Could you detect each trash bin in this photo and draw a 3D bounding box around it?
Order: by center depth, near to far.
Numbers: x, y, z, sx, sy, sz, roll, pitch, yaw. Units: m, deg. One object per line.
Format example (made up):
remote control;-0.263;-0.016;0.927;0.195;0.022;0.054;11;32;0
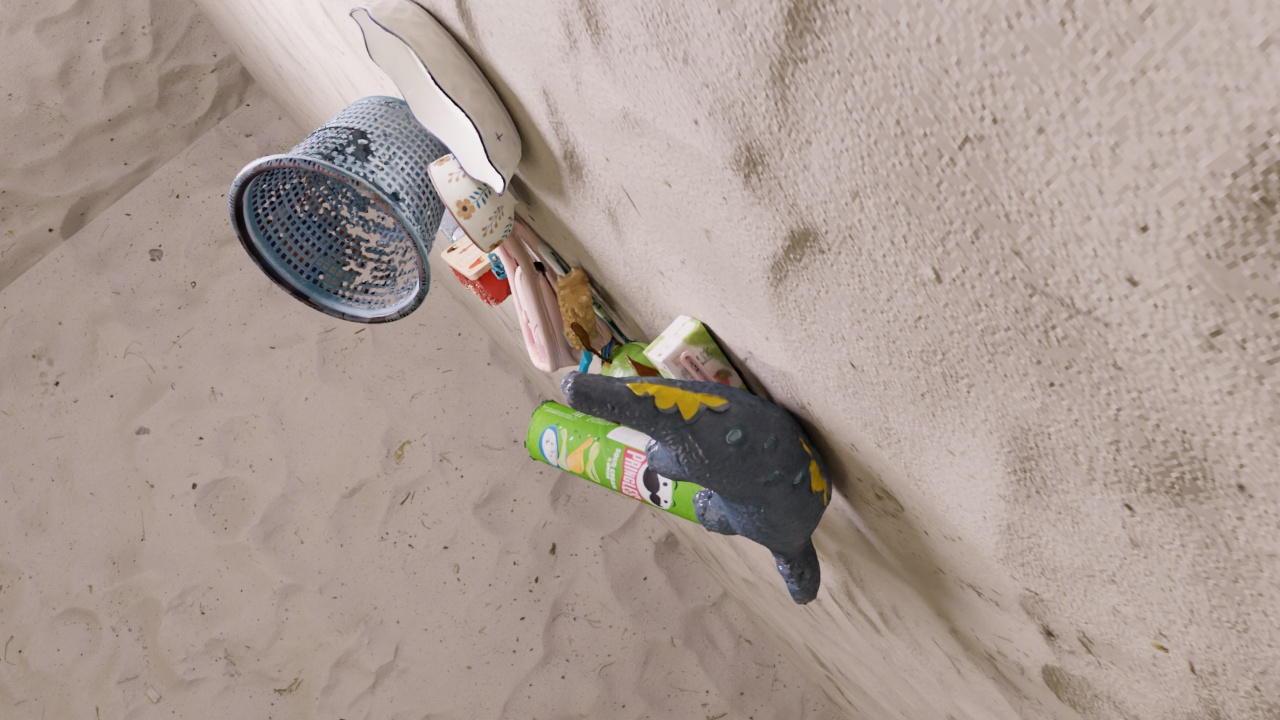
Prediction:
trash bin;-0.309;-0.188;1.038;0.227;0.194;0.227;11;139;9

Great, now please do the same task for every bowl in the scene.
bowl;-0.172;-0.179;0.992;0.113;0.062;0.113;57;-175;-8

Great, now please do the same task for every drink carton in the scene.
drink carton;0.060;0.022;0.829;0.122;0.053;0.045;52;168;-28

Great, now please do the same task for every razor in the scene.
razor;-0.007;0.007;1.172;0.143;0.022;0.043;35;128;52

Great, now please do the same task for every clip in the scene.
clip;-0.181;-0.118;1.164;0.056;0.014;0.041;-129;22;-58

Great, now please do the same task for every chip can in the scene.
chip can;-0.013;0.104;0.955;0.236;0.072;0.072;17;154;33

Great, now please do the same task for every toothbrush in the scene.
toothbrush;-0.057;-0.071;1.103;0.191;0.016;0.018;48;161;0

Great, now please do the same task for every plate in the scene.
plate;-0.183;-0.249;0.854;0.205;0.045;0.205;46;171;9

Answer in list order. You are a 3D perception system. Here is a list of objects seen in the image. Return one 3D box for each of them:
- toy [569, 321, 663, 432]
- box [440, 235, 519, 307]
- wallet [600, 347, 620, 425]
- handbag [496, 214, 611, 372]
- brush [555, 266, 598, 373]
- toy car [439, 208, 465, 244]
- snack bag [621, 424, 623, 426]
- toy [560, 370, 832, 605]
toy;0.023;0.047;0.998;0.227;0.089;0.247;22;158;45
box;-0.220;-0.134;1.344;0.079;0.091;0.168;57;168;-28
wallet;-0.041;0.045;1.270;0.101;0.020;0.115;74;-167;-62
handbag;-0.138;-0.101;1.192;0.234;0.093;0.193;62;169;-10
brush;-0.072;0.011;1.093;0.083;0.046;0.255;-116;22;-58
toy car;-0.274;-0.198;1.441;0.120;0.054;0.037;52;173;-15
snack bag;0.040;0.136;1.344;0.158;0.068;0.247;46;171;14
toy;0.088;0.100;0.795;0.356;0.138;0.091;47;-157;-30
